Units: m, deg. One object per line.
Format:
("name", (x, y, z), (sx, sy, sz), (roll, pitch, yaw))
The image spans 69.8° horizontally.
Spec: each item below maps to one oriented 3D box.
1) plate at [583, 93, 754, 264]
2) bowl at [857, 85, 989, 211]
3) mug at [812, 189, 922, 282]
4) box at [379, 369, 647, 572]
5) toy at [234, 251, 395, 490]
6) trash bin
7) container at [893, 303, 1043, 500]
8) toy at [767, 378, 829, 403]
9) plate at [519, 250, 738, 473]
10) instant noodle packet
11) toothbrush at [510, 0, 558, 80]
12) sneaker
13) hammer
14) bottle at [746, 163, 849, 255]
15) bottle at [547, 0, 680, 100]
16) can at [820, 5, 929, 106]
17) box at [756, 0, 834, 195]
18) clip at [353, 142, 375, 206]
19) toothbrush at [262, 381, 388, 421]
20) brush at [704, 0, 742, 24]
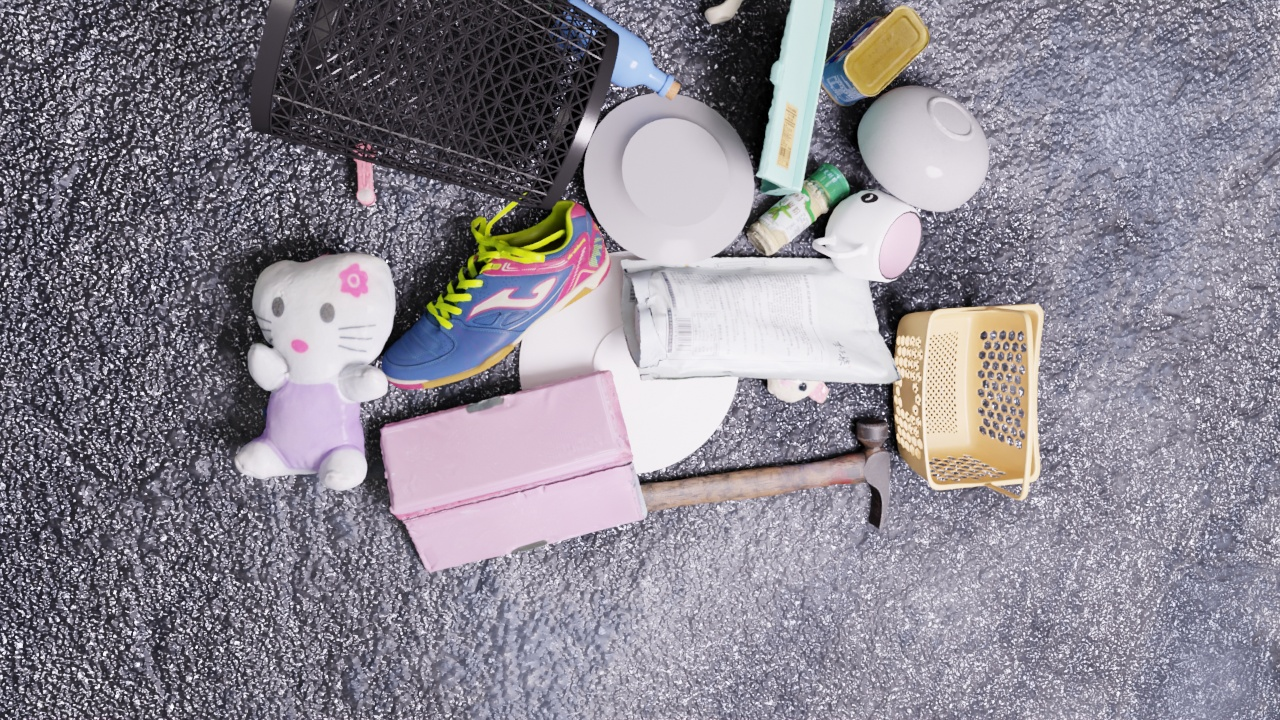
("plate", (0.033, -0.180, 0.891), (0.172, 0.019, 0.172), (2, 83, -14))
("bowl", (0.287, -0.218, 0.904), (0.131, 0.065, 0.131), (12, 56, -19))
("mug", (0.218, -0.122, 0.916), (0.123, 0.076, 0.090), (-19, 124, -36))
("box", (-0.119, 0.113, 0.877), (0.233, 0.075, 0.173), (-15, 101, -1))
("toy", (-0.282, 0.006, 0.821), (0.138, 0.085, 0.209), (6, 90, 11))
("trash bin", (-0.162, -0.246, 0.765), (0.243, 0.217, 0.217), (20, 93, -16))
("container", (0.340, 0.036, 0.930), (0.129, 0.167, 0.183), (-4, 98, -12))
("toy", (0.162, 0.000, 0.951), (0.112, 0.050, 0.087), (32, 89, -20))
("plate", (-0.005, 0.005, 0.922), (0.229, 0.030, 0.229), (-2, 98, -12))
("instant noodle packet", (0.117, -0.040, 0.906), (0.269, 0.057, 0.146), (0, 63, -18))
("toothbrush", (-0.076, -0.343, 0.852), (0.014, 0.017, 0.188), (22, 104, -31))
("sneaker", (-0.146, -0.068, 0.853), (0.241, 0.116, 0.091), (-35, 131, -10))
("hammer", (0.107, 0.139, 0.964), (0.330, 0.033, 0.120), (-6, 100, -11))
("bottle", (0.159, -0.152, 0.932), (0.110, 0.042, 0.042), (-39, 103, -4))
("bottle", (-0.021, -0.289, 0.871), (0.131, 0.048, 0.048), (29, 90, -14))
("can", (0.234, -0.305, 0.918), (0.099, 0.059, 0.054), (-45, 104, -4))
("box", (0.146, -0.255, 0.870), (0.056, 0.138, 0.187), (10, 96, 4))
("clip", (-0.253, -0.171, 0.841), (0.023, 0.041, 0.059), (-5, 102, -15))
("toothbrush", (-0.264, 0.024, 0.876), (0.190, 0.017, 0.016), (-18, 100, -9))
("brush", (0.159, -0.431, 0.893), (0.077, 0.062, 0.272), (44, 91, 2))
